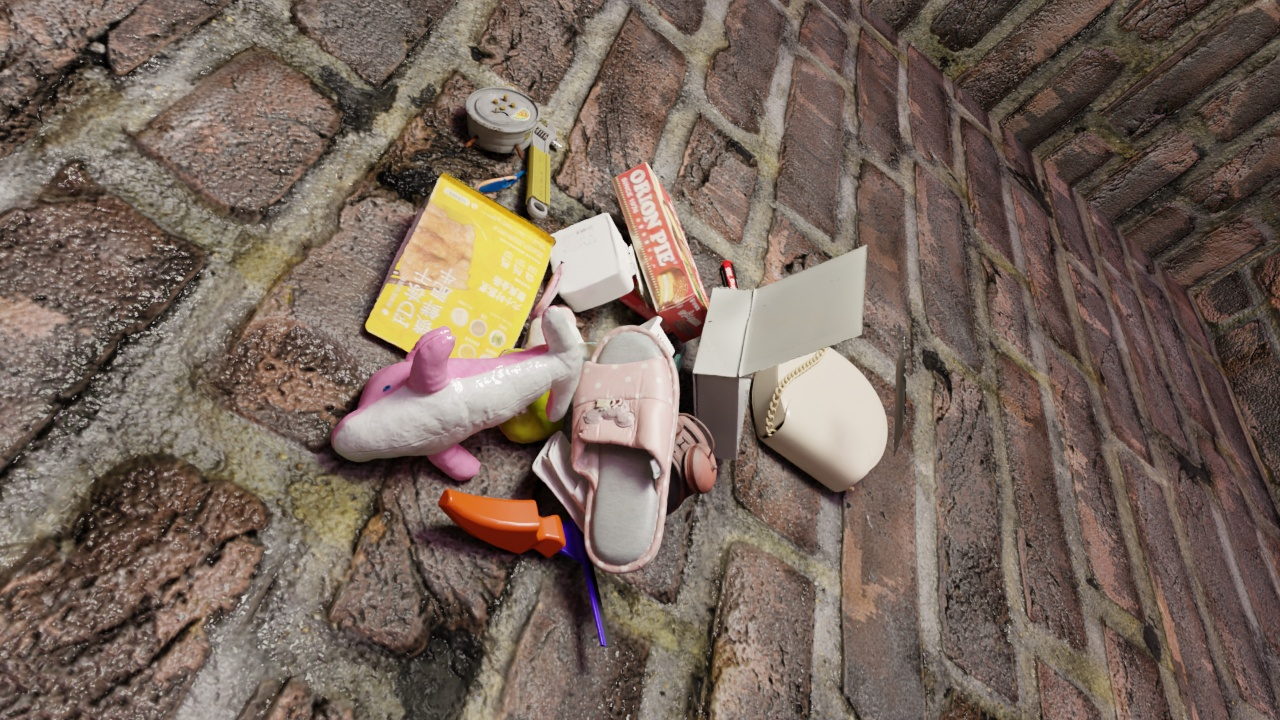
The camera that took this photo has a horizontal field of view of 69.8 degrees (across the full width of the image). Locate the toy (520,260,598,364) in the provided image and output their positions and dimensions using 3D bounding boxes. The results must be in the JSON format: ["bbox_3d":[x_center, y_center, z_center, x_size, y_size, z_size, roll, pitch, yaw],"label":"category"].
[{"bbox_3d":[-0.084,0.001,1.093,0.105,0.131,0.205,-28,62,-12],"label":"toy"}]

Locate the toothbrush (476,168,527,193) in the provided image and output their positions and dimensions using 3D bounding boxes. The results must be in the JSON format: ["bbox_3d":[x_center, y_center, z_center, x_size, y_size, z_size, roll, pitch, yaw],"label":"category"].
[{"bbox_3d":[-0.182,-0.250,1.274,0.017,0.022,0.134,37,35,12],"label":"toothbrush"}]

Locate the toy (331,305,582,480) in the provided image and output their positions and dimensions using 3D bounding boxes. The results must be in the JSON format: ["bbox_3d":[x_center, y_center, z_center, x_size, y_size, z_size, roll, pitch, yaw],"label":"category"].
[{"bbox_3d":[-0.191,0.022,0.940,0.265,0.187,0.128,-18,46,-20],"label":"toy"}]

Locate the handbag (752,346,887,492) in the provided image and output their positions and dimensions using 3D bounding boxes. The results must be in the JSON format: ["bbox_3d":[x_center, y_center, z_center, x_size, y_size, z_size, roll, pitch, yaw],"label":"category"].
[{"bbox_3d":[0.270,0.071,1.354,0.210,0.104,0.208,35,44,-13],"label":"handbag"}]

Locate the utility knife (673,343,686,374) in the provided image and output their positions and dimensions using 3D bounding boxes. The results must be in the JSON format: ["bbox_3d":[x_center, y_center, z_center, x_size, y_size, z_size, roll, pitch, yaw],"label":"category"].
[{"bbox_3d":[0.040,0.023,1.238,0.022,0.015,0.128,63,38,-36],"label":"utility knife"}]

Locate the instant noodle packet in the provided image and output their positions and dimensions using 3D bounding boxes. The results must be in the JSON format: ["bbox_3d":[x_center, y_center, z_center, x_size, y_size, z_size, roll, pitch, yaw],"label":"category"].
[{"bbox_3d":[-0.211,-0.084,1.075,0.163,0.084,0.221,30,53,-21],"label":"instant noodle packet"}]

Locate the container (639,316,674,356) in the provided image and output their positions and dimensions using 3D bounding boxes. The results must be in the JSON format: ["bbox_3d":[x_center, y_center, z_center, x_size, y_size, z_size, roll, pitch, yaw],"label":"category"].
[{"bbox_3d":[-0.007,0.007,1.176,0.049,0.081,0.128,50,37,-15],"label":"container"}]

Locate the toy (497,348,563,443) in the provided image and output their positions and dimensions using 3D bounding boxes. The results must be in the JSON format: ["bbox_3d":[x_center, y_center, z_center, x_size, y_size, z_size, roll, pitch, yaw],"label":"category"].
[{"bbox_3d":[-0.129,0.038,1.038,0.089,0.051,0.110,-13,92,-42],"label":"toy"}]

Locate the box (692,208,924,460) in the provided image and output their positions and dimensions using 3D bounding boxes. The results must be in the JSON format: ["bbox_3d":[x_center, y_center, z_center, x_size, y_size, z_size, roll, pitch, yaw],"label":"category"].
[{"bbox_3d":[0.169,-0.033,1.129,0.150,0.370,0.166,33,44,-17],"label":"box"}]

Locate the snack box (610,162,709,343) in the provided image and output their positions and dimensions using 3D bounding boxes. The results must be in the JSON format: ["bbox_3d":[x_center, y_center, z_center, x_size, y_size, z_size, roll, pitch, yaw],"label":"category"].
[{"bbox_3d":[0.033,-0.150,1.282,0.113,0.060,0.236,46,23,-60],"label":"snack box"}]

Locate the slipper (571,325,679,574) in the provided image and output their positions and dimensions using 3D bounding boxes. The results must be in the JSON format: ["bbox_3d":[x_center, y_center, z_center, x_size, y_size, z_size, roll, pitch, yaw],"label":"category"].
[{"bbox_3d":[-0.018,0.085,0.967,0.054,0.114,0.274,52,36,-63],"label":"slipper"}]

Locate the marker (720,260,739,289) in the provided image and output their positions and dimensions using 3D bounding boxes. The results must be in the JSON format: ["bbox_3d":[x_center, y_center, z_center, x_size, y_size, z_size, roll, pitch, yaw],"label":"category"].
[{"bbox_3d":[0.149,-0.099,1.450,0.023,0.021,0.144,10,51,-27],"label":"marker"}]

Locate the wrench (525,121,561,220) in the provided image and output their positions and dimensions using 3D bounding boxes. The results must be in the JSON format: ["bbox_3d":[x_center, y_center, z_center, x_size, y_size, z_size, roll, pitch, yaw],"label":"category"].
[{"bbox_3d":[-0.149,-0.288,1.316,0.083,0.018,0.272,27,36,-26],"label":"wrench"}]

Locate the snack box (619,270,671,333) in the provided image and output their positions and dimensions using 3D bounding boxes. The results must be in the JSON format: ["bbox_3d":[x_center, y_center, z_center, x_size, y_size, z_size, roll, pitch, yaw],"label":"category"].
[{"bbox_3d":[0.023,-0.109,1.342,0.089,0.021,0.132,35,40,-15],"label":"snack box"}]

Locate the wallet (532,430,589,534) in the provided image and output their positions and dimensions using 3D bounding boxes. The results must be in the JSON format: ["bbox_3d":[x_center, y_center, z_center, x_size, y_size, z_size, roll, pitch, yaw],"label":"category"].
[{"bbox_3d":[-0.067,0.136,1.011,0.116,0.032,0.086,53,18,-16],"label":"wallet"}]

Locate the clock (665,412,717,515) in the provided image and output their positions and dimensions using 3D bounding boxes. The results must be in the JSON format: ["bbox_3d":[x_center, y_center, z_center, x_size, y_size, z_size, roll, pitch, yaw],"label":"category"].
[{"bbox_3d":[0.023,0.113,1.048,0.120,0.158,0.072,47,33,0],"label":"clock"}]

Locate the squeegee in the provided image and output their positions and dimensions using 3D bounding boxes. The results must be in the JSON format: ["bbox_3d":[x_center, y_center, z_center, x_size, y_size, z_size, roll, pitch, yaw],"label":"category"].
[{"bbox_3d":[-0.129,0.168,0.939,0.184,0.055,0.249,30,30,-41],"label":"squeegee"}]

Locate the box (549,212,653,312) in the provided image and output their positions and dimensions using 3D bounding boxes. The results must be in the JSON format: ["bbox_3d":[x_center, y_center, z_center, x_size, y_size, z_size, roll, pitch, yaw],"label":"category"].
[{"bbox_3d":[-0.040,-0.115,1.241,0.137,0.124,0.108,54,18,-58],"label":"box"}]

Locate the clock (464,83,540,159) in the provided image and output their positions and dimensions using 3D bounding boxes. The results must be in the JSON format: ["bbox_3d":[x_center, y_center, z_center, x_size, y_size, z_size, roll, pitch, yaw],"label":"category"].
[{"bbox_3d":[-0.194,-0.349,1.298,0.104,0.056,0.147,10,47,-7],"label":"clock"}]
